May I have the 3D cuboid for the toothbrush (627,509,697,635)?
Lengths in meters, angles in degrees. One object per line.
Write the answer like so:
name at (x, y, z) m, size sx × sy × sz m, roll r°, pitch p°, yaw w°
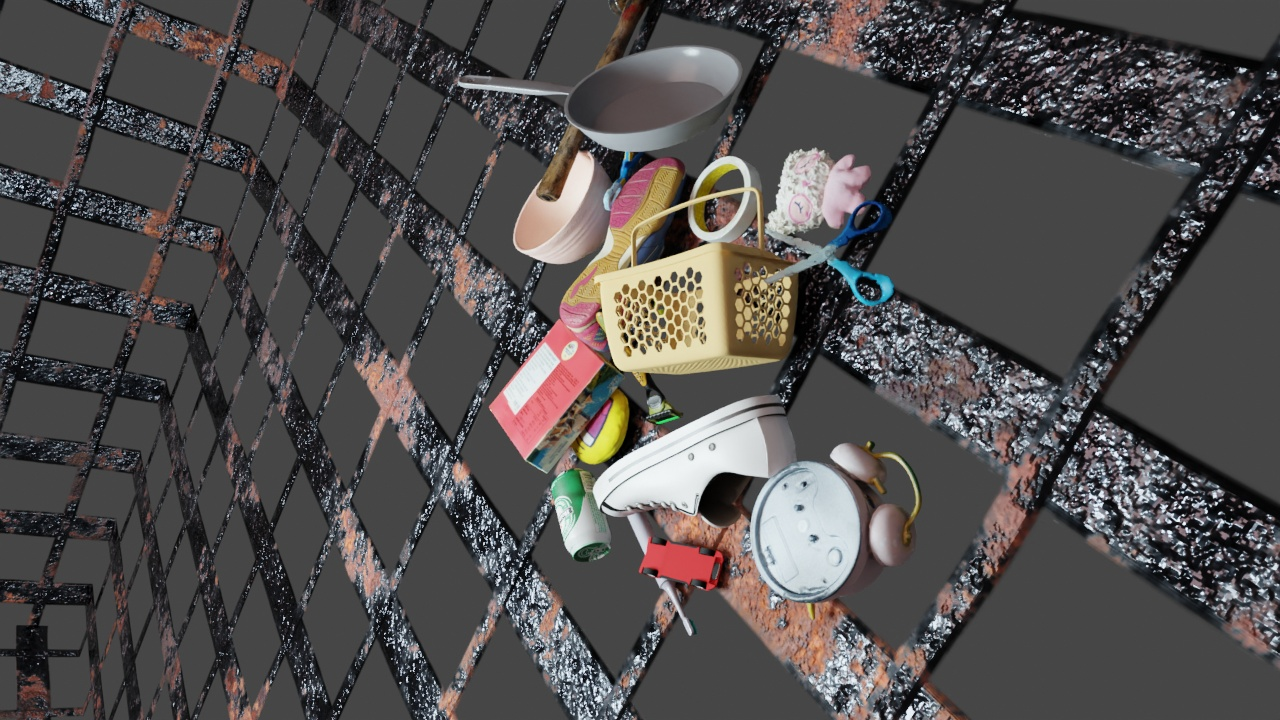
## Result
toothbrush at (0.017, 0.206, 0.957) m, size 0.018 × 0.019 × 0.187 m, roll -64°, pitch 38°, yaw 34°

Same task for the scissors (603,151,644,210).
scissors at (-0.017, -0.224, 1.088) m, size 0.126 × 0.014 × 0.130 m, roll 92°, pitch -157°, yaw -51°

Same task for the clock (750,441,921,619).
clock at (0.166, 0.135, 0.770) m, size 0.158 × 0.058 × 0.116 m, roll -46°, pitch 48°, yaw 31°

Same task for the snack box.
snack box at (-0.102, 0.038, 1.081) m, size 0.145 × 0.040 × 0.142 m, roll -51°, pitch 34°, yaw 2°

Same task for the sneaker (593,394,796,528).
sneaker at (0.056, 0.122, 0.895) m, size 0.246 × 0.091 × 0.097 m, roll -31°, pitch 69°, yaw 38°

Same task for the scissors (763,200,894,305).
scissors at (0.175, -0.104, 0.829) m, size 0.129 × 0.014 × 0.118 m, roll 22°, pitch 85°, yaw 15°

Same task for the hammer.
hammer at (-0.047, -0.342, 1.137) m, size 0.120 × 0.033 × 0.329 m, roll 3°, pitch 65°, yaw 50°

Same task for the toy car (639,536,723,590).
toy car at (0.040, 0.202, 0.914) m, size 0.090 × 0.025 × 0.038 m, roll 6°, pitch 69°, yaw 30°

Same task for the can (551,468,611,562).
can at (-0.067, 0.173, 1.041) m, size 0.053 × 0.053 × 0.101 m, roll -45°, pitch 47°, yaw 31°

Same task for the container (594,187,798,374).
container at (0.058, -0.077, 0.911) m, size 0.184 × 0.129 × 0.167 m, roll -10°, pitch 80°, yaw 48°

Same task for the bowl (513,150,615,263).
bowl at (-0.082, -0.179, 1.143) m, size 0.153 × 0.076 × 0.152 m, roll -34°, pitch 38°, yaw 31°

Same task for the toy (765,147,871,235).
toy at (0.170, -0.163, 0.880) m, size 0.109 × 0.041 × 0.095 m, roll 8°, pitch 83°, yaw 45°

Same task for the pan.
pan at (-0.056, -0.305, 1.056) m, size 0.357 × 0.051 × 0.200 m, roll 7°, pitch 46°, yaw 25°

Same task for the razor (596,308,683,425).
razor at (-0.006, 0.006, 0.985) m, size 0.044 × 0.021 × 0.144 m, roll -21°, pitch 106°, yaw 45°

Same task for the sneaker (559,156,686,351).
sneaker at (-0.007, -0.121, 1.056) m, size 0.116 × 0.091 × 0.241 m, roll 15°, pitch 71°, yaw 46°

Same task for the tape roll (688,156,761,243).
tape roll at (0.090, -0.173, 0.992) m, size 0.094 × 0.019 × 0.094 m, roll -19°, pitch 65°, yaw 46°

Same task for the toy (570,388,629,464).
toy at (-0.047, 0.075, 1.059) m, size 0.094 × 0.041 × 0.095 m, roll -51°, pitch 39°, yaw 19°

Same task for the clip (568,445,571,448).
clip at (-0.091, 0.080, 1.126) m, size 0.045 × 0.023 × 0.060 m, roll -8°, pitch 70°, yaw 53°
